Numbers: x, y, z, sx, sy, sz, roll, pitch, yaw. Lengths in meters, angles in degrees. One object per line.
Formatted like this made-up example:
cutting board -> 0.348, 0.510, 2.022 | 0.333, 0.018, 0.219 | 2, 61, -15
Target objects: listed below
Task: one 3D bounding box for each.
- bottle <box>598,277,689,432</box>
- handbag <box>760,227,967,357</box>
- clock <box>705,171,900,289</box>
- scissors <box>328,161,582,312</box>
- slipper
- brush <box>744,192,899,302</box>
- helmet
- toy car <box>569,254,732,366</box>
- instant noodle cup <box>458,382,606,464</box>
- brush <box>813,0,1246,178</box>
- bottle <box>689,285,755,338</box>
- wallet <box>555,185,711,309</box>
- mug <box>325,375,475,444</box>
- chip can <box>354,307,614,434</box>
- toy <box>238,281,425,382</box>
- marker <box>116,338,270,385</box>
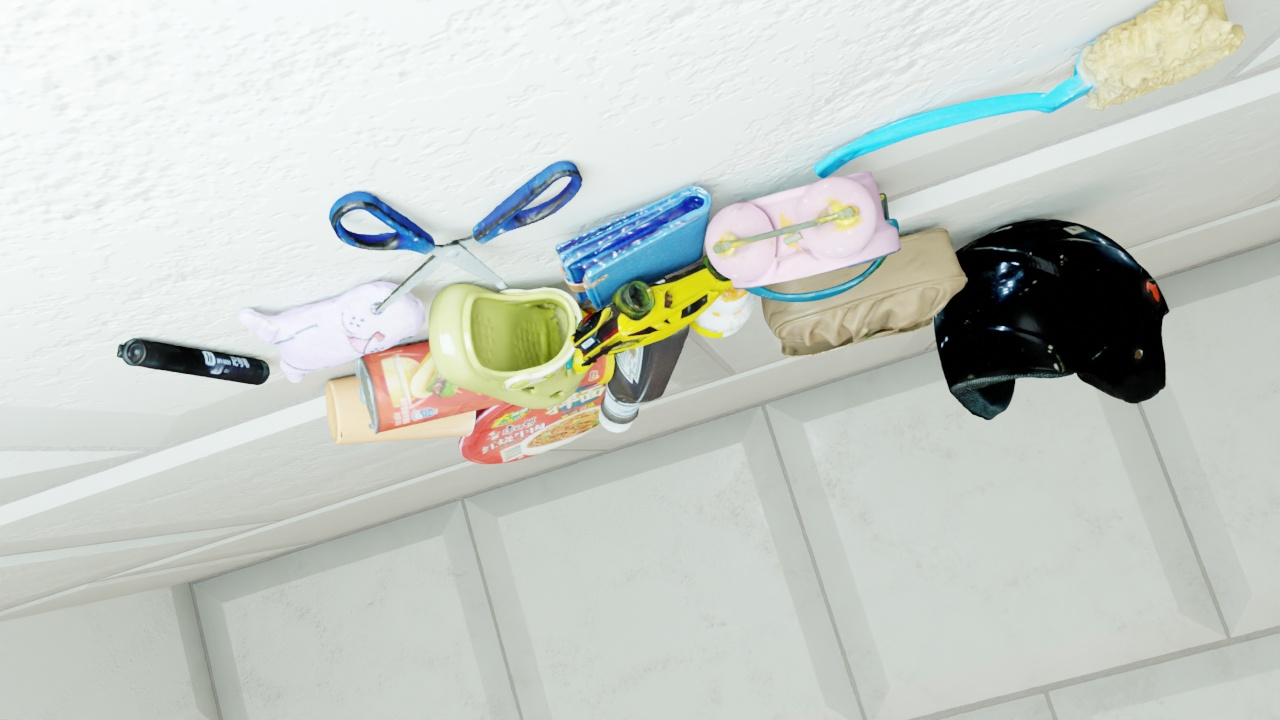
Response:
bottle -> -0.005, 0.005, 0.849 | 0.044, 0.079, 0.195 | -13, 151, -22
handbag -> 0.229, -0.063, 0.957 | 0.204, 0.099, 0.148 | -14, 166, -4
clock -> 0.108, -0.086, 0.616 | 0.117, 0.060, 0.158 | -11, -172, 24
scissors -> -0.103, -0.069, 0.522 | 0.162, 0.012, 0.172 | -24, 163, 12
slipper -> -0.080, -0.012, 0.694 | 0.082, 0.091, 0.190 | -6, 173, 26
brush -> 0.139, -0.085, 0.734 | 0.144, 0.073, 0.055 | -17, 176, -5
helmet -> 0.473, -0.054, 1.074 | 0.274, 0.230, 0.234 | -23, -175, -30
toy car -> 0.018, -0.040, 0.667 | 0.155, 0.041, 0.071 | -26, 176, -36
instant noodle cup -> -0.107, 0.036, 0.958 | 0.193, 0.066, 0.194 | -23, 158, -10
brush -> 0.230, -0.162, 0.564 | 0.255, 0.046, 0.083 | -16, 176, 20
bottle -> 0.071, -0.058, 0.809 | 0.063, 0.063, 0.108 | -16, 172, -5
wallet -> -0.003, -0.075, 0.640 | 0.106, 0.040, 0.133 | -25, 172, -1
mug -> -0.222, 0.039, 0.845 | 0.122, 0.078, 0.078 | -7, 168, -26
chip can -> -0.133, 0.006, 0.799 | 0.216, 0.073, 0.073 | -12, 170, -24
toy -> -0.194, -0.024, 0.598 | 0.108, 0.039, 0.084 | -15, 151, 0
marker -> -0.298, 0.002, 0.622 | 0.022, 0.020, 0.132 | -1, 174, 11
